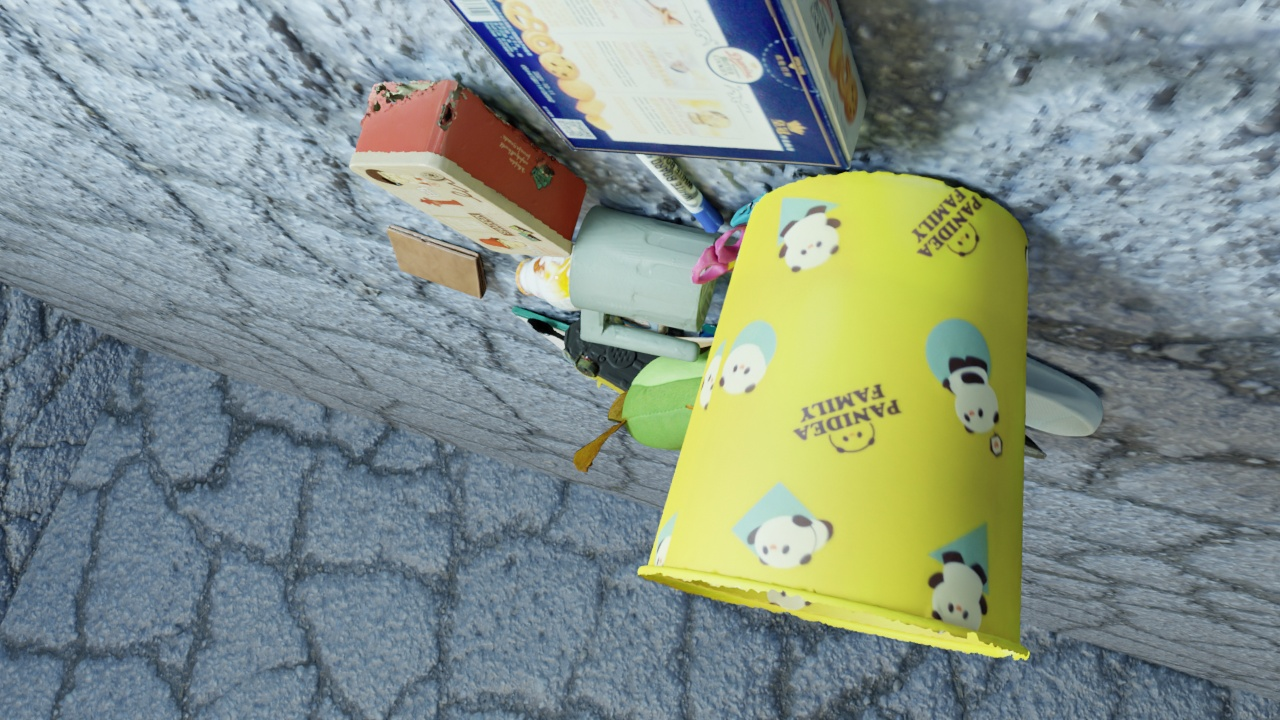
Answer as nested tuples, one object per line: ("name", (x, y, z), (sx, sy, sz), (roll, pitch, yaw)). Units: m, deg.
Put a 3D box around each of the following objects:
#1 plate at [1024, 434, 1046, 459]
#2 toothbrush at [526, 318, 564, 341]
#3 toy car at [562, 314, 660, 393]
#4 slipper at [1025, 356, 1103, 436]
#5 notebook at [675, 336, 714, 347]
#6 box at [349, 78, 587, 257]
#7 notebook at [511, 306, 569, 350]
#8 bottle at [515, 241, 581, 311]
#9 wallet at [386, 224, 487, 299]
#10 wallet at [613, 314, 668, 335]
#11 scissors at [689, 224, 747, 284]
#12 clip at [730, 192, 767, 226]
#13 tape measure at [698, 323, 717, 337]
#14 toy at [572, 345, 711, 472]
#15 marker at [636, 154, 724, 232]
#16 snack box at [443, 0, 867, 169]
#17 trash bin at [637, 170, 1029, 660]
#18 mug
("plate", (0.311, 0.057, 0.908), (0.179, 0.024, 0.179), (19, 178, 1))
("toothbrush", (-0.045, -0.002, 1.048), (0.189, 0.014, 0.016), (27, 170, -4))
("toy car", (-0.006, 0.005, 0.930), (0.156, 0.071, 0.041), (28, 161, 1))
("slipper", (0.276, 0.027, 0.778), (0.245, 0.074, 0.104), (20, 167, -12))
("notebook", (0.081, 0.009, 0.972), (0.147, 0.008, 0.208), (32, 162, -35))
("box", (-0.116, -0.139, 0.660), (0.091, 0.076, 0.168), (8, 169, 31))
("notebook", (-0.041, -0.005, 1.091), (0.209, 0.012, 0.150), (19, 167, 38))
("bottle", (-0.066, -0.076, 0.830), (0.109, 0.063, 0.063), (4, 160, 43))
("wallet", (-0.219, -0.107, 0.995), (0.101, 0.020, 0.115), (19, 163, -1))
("wallet", (-0.012, -0.051, 0.945), (0.087, 0.024, 0.115), (12, 167, 3))
("scissors", (0.076, -0.074, 0.692), (0.017, 0.057, 0.133), (48, -162, 19))
("clip", (0.083, -0.103, 0.647), (0.043, 0.014, 0.057), (20, 165, -13))
("tape measure", (0.089, -0.017, 0.938), (0.058, 0.025, 0.054), (19, 168, 13))
("toy", (0.064, 0.030, 0.801), (0.247, 0.090, 0.226), (-15, -173, 16))
("marker", (0.018, -0.129, 0.624), (0.017, 0.017, 0.145), (8, 162, 35))
("snack box", (0.004, -0.164, 0.451), (0.183, 0.045, 0.178), (10, 164, 28))
("trash bin", (0.137, 0.036, 0.584), (0.229, 0.255, 0.230), (12, 165, 3))
("mug", (0.004, -0.056, 0.736), (0.103, 0.083, 0.124), (13, 131, 11))
